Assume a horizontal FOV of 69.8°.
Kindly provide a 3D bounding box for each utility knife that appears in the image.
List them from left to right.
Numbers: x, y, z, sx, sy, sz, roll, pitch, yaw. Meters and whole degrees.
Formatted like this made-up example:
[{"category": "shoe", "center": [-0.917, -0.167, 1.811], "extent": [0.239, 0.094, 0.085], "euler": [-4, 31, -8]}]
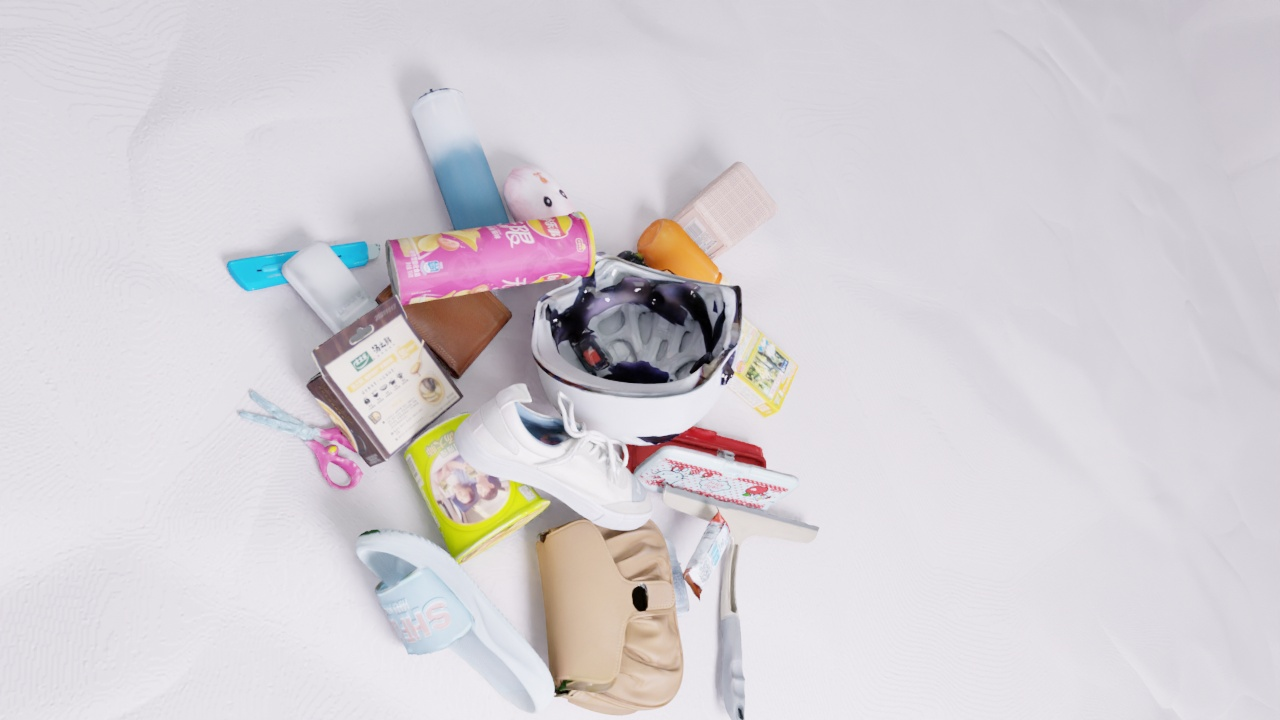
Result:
[{"category": "utility knife", "center": [-0.338, -0.101, 0.941], "extent": [0.159, 0.018, 0.034], "euler": [-19, 81, -39]}]

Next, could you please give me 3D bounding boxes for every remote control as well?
[{"category": "remote control", "center": [-0.302, -0.056, 0.934], "extent": [0.136, 0.020, 0.055], "euler": [52, 51, -16]}]

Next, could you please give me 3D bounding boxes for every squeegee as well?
[{"category": "squeegee", "center": [0.109, 0.291, 1.060], "extent": [0.246, 0.039, 0.246], "euler": [19, 63, -32]}]

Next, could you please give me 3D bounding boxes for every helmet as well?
[{"category": "helmet", "center": [-0.006, 0.006, 1.017], "extent": [0.229, 0.146, 0.257], "euler": [12, 41, 12]}]

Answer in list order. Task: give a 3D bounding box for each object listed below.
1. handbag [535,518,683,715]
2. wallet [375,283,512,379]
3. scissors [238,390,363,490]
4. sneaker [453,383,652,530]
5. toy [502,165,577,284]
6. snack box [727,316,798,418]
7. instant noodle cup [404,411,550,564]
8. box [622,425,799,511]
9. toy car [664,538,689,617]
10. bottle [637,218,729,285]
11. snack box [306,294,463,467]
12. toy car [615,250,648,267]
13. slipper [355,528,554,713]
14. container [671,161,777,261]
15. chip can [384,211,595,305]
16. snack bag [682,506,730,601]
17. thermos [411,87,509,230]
[{"category": "handbag", "center": [-0.028, 0.255, 0.944], "extent": [0.147, 0.100, 0.204], "euler": [8, 60, -34]}, {"category": "wallet", "center": [-0.213, -0.055, 0.998], "extent": [0.124, 0.032, 0.101], "euler": [44, 56, -10]}, {"category": "scissors", "center": [-0.317, 0.063, 0.888], "extent": [0.137, 0.017, 0.083], "euler": [39, 55, -10]}, {"category": "sneaker", "center": [-0.062, 0.091, 0.905], "extent": [0.242, 0.091, 0.089], "euler": [31, 22, -38]}, {"category": "toy", "center": [-0.104, -0.161, 1.092], "extent": [0.159, 0.054, 0.121], "euler": [57, 25, -10]}, {"category": "snack box", "center": [0.139, -0.001, 1.209], "extent": [0.140, 0.034, 0.086], "euler": [38, 54, -13]}, {"category": "instant noodle cup", "center": [-0.169, 0.121, 0.909], "extent": [0.111, 0.112, 0.123], "euler": [-27, 79, -38]}, {"category": "box", "center": [0.086, 0.119, 1.079], "extent": [0.201, 0.102, 0.095], "euler": [16, 63, -28]}, {"category": "toy car", "center": [0.029, 0.244, 1.031], "extent": [0.042, 0.034, 0.090], "euler": [-3, 71, -31]}, {"category": "bottle", "center": [0.065, -0.121, 1.195], "extent": [0.149, 0.067, 0.066], "euler": [37, 54, -25]}, {"category": "snack box", "center": [-0.253, 0.020, 0.901], "extent": [0.125, 0.053, 0.113], "euler": [56, 47, -11]}, {"category": "toy car", "center": [-0.002, -0.096, 1.153], "extent": [0.090, 0.035, 0.042], "euler": [53, 50, -3]}, {"category": "slipper", "center": [-0.179, 0.250, 0.849], "extent": [0.245, 0.104, 0.074], "euler": [50, 54, -14]}, {"category": "container", "center": [0.107, -0.192, 1.235], "extent": [0.090, 0.090, 0.110], "euler": [51, 55, -5]}, {"category": "chip can", "center": [-0.157, -0.107, 0.966], "extent": [0.210, 0.072, 0.071], "euler": [-12, 77, -21]}, {"category": "snack bag", "center": [0.075, 0.212, 1.017], "extent": [0.103, 0.026, 0.048], "euler": [-57, 133, -34]}, {"category": "thermos", "center": [-0.199, -0.199, 1.047], "extent": [0.070, 0.070, 0.220], "euler": [-13, 79, -37]}]
